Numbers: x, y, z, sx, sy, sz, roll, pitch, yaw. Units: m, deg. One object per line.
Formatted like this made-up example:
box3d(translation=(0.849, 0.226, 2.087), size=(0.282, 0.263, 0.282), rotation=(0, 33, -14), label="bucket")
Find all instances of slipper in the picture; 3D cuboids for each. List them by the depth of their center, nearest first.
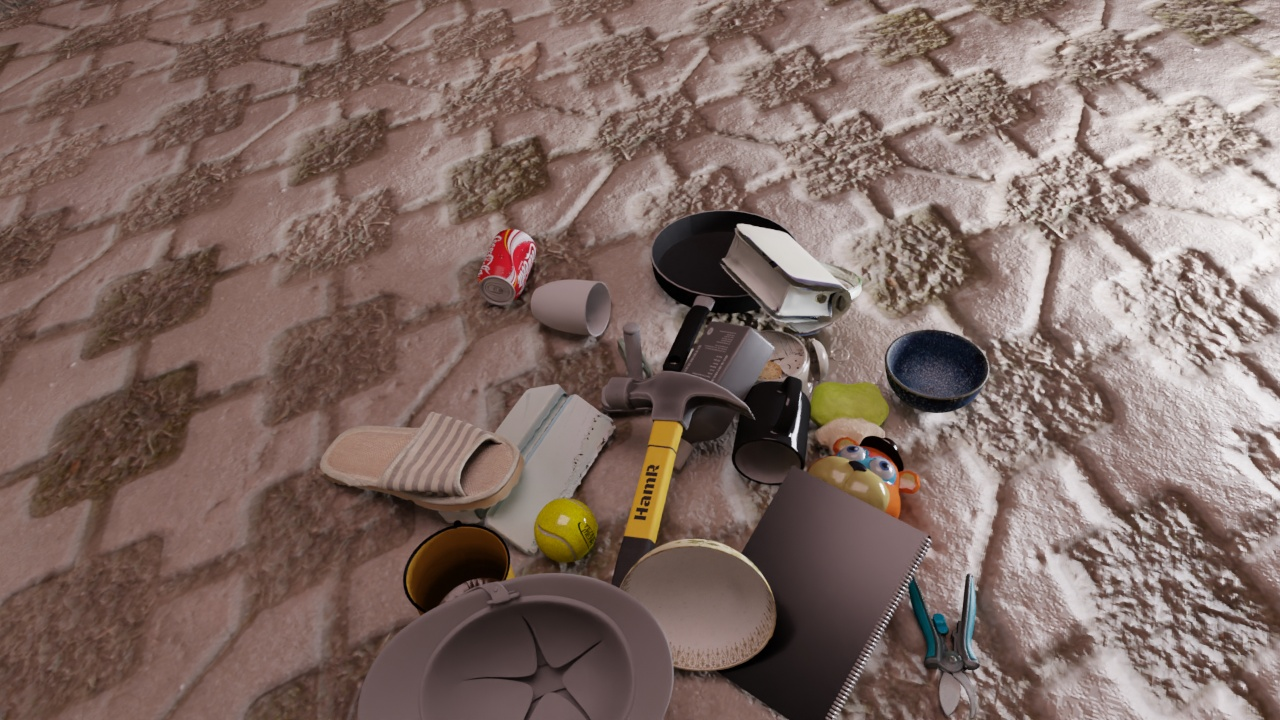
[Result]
box3d(translation=(-0.251, 0.108, 1.017), size=(0.273, 0.054, 0.114), rotation=(4, 41, 31), label="slipper")

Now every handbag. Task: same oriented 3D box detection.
box3d(translation=(0.202, -0.096, 1.140), size=(0.175, 0.074, 0.151), rotation=(2, 34, -33), label="handbag")

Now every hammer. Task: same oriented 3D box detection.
box3d(translation=(0.010, 0.155, 0.932), size=(0.170, 0.034, 0.323), rotation=(1, 60, 26), label="hammer")

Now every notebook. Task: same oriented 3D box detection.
box3d(translation=(0.156, 0.220, 0.858), size=(0.149, 0.016, 0.206), rotation=(27, 78, 29), label="notebook")

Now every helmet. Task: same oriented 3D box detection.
box3d(translation=(-0.100, 0.288, 0.813), size=(0.271, 0.118, 0.183), rotation=(-16, 75, 3), label="helmet")

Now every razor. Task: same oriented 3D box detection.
box3d(translation=(-0.006, 0.006, 1.082), size=(0.088, 0.116, 0.047), rotation=(-4, 37, 2), label="razor")

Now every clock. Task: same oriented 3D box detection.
box3d(translation=(0.175, 0.003, 1.105), size=(0.157, 0.061, 0.103), rotation=(-12, 44, -3), label="clock")

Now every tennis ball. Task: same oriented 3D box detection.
box3d(translation=(-0.078, 0.176, 0.952), size=(0.065, 0.065, 0.065), rotation=(-3, 44, 3), label="tennis ball")

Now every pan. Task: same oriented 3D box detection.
box3d(translation=(0.092, -0.088, 1.206), size=(0.204, 0.044, 0.354), rotation=(11, 44, 15), label="pan")

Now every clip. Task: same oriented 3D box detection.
box3d(translation=(-0.007, -0.001, 1.158), size=(0.042, 0.023, 0.075), rotation=(-15, 43, -7), label="clip")

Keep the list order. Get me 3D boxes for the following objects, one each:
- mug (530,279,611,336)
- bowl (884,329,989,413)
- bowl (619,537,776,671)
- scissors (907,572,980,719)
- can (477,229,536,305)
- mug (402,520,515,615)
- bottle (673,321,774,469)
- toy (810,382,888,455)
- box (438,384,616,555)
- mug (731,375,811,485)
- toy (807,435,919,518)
box3d(translation=(-0.087, -0.076, 1.220), size=(0.089, 0.071, 0.107), rotation=(7, 17, 25), label="mug")
box3d(translation=(0.341, 0.023, 1.067), size=(0.114, 0.061, 0.114), rotation=(-4, 44, 4), label="bowl")
box3d(translation=(0.052, 0.210, 0.840), size=(0.145, 0.145, 0.063), rotation=(1, 27, 7), label="bowl")
box3d(translation=(0.291, 0.255, 0.866), size=(0.124, 0.019, 0.156), rotation=(-29, 50, -20), label="scissors")
box3d(translation=(-0.186, -0.130, 1.278), size=(0.064, 0.064, 0.104), rotation=(3, 45, 9), label="can")
box3d(translation=(-0.169, 0.220, 0.897), size=(0.100, 0.094, 0.123), rotation=(-13, 44, -4), label="mug")
box3d(translation=(0.073, 0.041, 1.043), size=(0.173, 0.046, 0.084), rotation=(-59, 28, -9), label="bottle")
box3d(translation=(0.237, 0.071, 1.043), size=(0.092, 0.043, 0.117), rotation=(2, 48, 3), label="toy")
box3d(translation=(-0.126, 0.117, 1.038), size=(0.126, 0.074, 0.196), rotation=(29, 55, 6), label="box")
box3d(translation=(0.150, 0.068, 1.004), size=(0.078, 0.114, 0.087), rotation=(18, 47, -1), label="mug")
box3d(translation=(0.212, 0.144, 0.944), size=(0.112, 0.096, 0.175), rotation=(27, 42, 28), label="toy")
